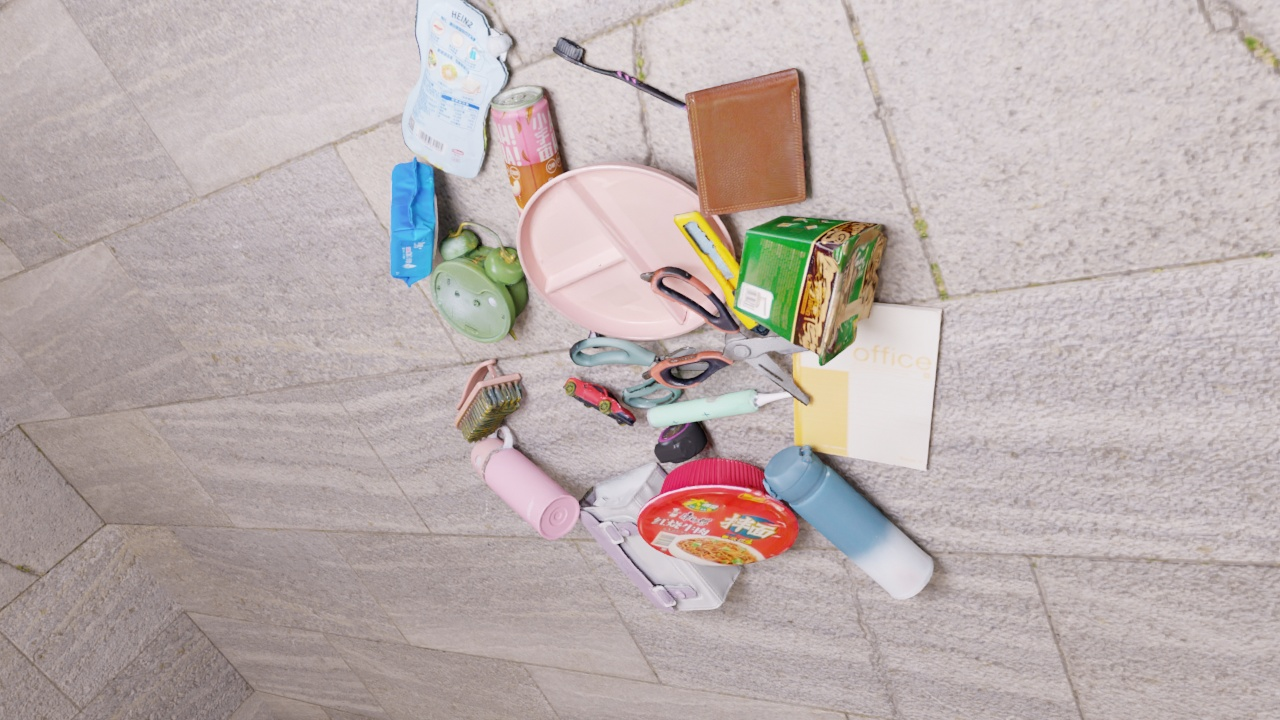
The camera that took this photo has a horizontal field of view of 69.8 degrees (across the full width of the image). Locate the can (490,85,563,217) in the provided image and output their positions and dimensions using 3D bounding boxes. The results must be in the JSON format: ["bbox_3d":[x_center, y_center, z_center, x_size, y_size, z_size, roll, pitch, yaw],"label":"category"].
[{"bbox_3d":[-0.111,-0.205,0.955,0.058,0.057,0.147,10,131,27],"label":"can"}]

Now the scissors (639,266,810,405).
[{"bbox_3d":[0.089,-0.021,0.958,0.223,0.015,0.189,-8,122,26],"label":"scissors"}]

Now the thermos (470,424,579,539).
[{"bbox_3d":[-0.161,0.160,1.257,0.199,0.067,0.087,33,111,46],"label":"thermos"}]

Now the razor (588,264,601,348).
[{"bbox_3d":[-0.047,-0.064,1.060,0.043,0.022,0.143,28,137,14],"label":"razor"}]

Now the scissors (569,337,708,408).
[{"bbox_3d":[-0.007,0.005,1.053,0.178,0.019,0.173,25,149,-17],"label":"scissors"}]

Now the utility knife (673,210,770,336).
[{"bbox_3d":[0.083,-0.084,0.898,0.033,0.015,0.154,-32,107,24],"label":"utility knife"}]

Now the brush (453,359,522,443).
[{"bbox_3d":[-0.216,0.058,1.256,0.146,0.063,0.073,-47,64,50],"label":"brush"}]

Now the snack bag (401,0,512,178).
[{"bbox_3d":[-0.197,-0.286,0.959,0.110,0.038,0.192,38,137,8],"label":"snack bag"}]

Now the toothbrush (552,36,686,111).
[{"bbox_3d":[-0.001,-0.262,0.865,0.189,0.014,0.018,27,124,11],"label":"toothbrush"}]

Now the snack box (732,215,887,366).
[{"bbox_3d":[0.150,-0.076,0.841,0.106,0.117,0.118,20,117,27],"label":"snack box"}]

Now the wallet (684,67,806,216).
[{"bbox_3d":[0.096,-0.192,0.824,0.101,0.032,0.125,-8,127,5],"label":"wallet"}]

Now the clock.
[{"bbox_3d":[-0.192,-0.096,1.106,0.116,0.056,0.162,23,136,15],"label":"clock"}]

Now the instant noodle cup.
[{"bbox_3d":[0.092,0.178,1.107,0.194,0.065,0.194,3,141,2],"label":"instant noodle cup"}]

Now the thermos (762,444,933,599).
[{"bbox_3d":[0.232,0.180,1.031,0.220,0.070,0.070,41,138,-13],"label":"thermos"}]

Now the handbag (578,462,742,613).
[{"bbox_3d":[0.018,0.245,1.233,0.197,0.098,0.145,51,141,-13],"label":"handbag"}]

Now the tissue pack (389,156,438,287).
[{"bbox_3d":[-0.263,-0.156,1.063,0.052,0.094,0.157,0,158,-16],"label":"tissue pack"}]

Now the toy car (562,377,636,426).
[{"bbox_3d":[-0.048,0.051,1.130,0.106,0.031,0.049,27,174,38],"label":"toy car"}]

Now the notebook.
[{"bbox_3d":[0.229,0.025,0.947,0.146,0.010,0.207,8,130,20],"label":"notebook"}]

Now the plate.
[{"bbox_3d":[-0.014,-0.111,0.951,0.229,0.028,0.230,8,137,7],"label":"plate"}]

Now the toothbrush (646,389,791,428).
[{"bbox_3d":[0.104,0.050,1.048,0.225,0.026,0.027,-12,117,34],"label":"toothbrush"}]

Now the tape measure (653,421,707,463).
[{"bbox_3d":[0.049,0.095,1.104,0.057,0.057,0.039,-17,109,46],"label":"tape measure"}]
